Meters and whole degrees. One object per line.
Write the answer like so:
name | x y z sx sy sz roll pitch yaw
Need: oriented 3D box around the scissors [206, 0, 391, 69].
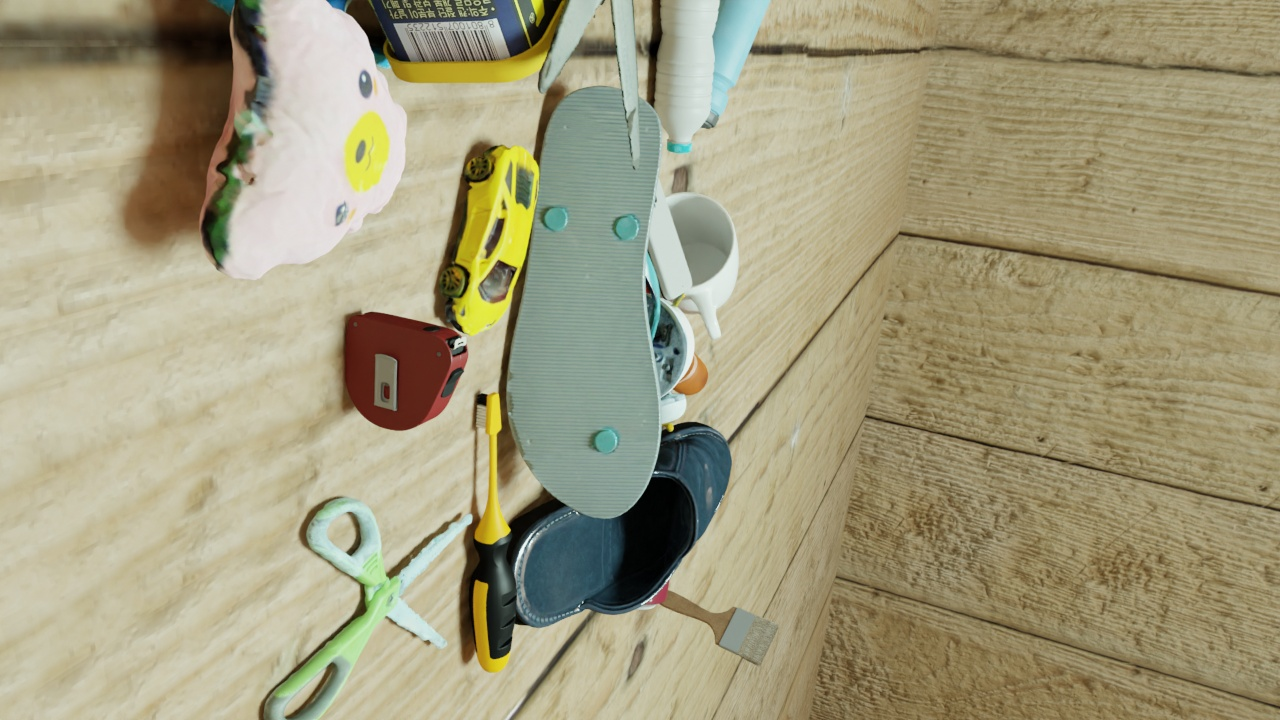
scissors | -0.131 -0.127 0.356 0.139 0.011 0.134 -43 139 -57

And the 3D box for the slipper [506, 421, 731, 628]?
slipper | 0.012 0.127 0.696 0.264 0.084 0.109 -21 110 -49

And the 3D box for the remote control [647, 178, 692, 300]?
remote control | 0.004 -0.115 0.642 0.045 0.008 0.147 -37 110 -60

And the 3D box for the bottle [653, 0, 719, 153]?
bottle | 0.034 -0.226 0.689 0.044 0.044 0.136 -42 141 -58

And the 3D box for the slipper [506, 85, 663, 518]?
slipper | -0.035 -0.034 0.586 0.054 0.098 0.269 -105 -164 -80

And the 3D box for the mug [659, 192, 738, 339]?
mug | 0.045 -0.066 0.740 0.087 0.081 0.114 53 19 -72

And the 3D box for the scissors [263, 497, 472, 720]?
scissors | -0.136 0.122 0.489 0.171 0.024 0.166 -50 141 -56

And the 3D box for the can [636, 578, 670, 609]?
can | 0.001 0.156 0.808 0.063 0.063 0.114 -3 105 -69

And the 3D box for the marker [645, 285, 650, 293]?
marker | 0.019 -0.035 0.814 0.142 0.013 0.012 50 55 -66

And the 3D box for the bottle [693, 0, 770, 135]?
bottle | 0.064 -0.245 0.742 0.130 0.040 0.040 -67 161 5

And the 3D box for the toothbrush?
toothbrush | -0.093 0.113 0.580 0.031 0.031 0.197 -30 127 -58

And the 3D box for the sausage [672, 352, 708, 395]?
sausage | 0.024 -0.007 0.797 0.039 0.044 0.164 -62 158 -9

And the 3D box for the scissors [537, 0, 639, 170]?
scissors | -0.007 -0.202 0.407 0.229 0.016 0.225 -57 145 -52

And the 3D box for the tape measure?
tape measure | -0.109 0.007 0.424 0.019 0.059 0.051 -31 130 -63

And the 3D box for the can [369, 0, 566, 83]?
can | -0.068 -0.198 0.374 0.104 0.075 0.135 72 30 -51

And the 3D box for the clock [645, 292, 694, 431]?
clock | -0.004 0.004 0.677 0.057 0.083 0.117 -19 119 -74

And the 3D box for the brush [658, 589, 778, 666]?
brush | 0.065 0.257 0.926 0.045 0.143 0.008 -55 150 -28

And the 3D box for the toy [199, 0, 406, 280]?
toy | -0.117 -0.078 0.334 0.093 0.050 0.102 2 105 -69

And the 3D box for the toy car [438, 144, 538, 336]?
toy car | -0.081 -0.065 0.503 0.049 0.030 0.107 12 92 -71
